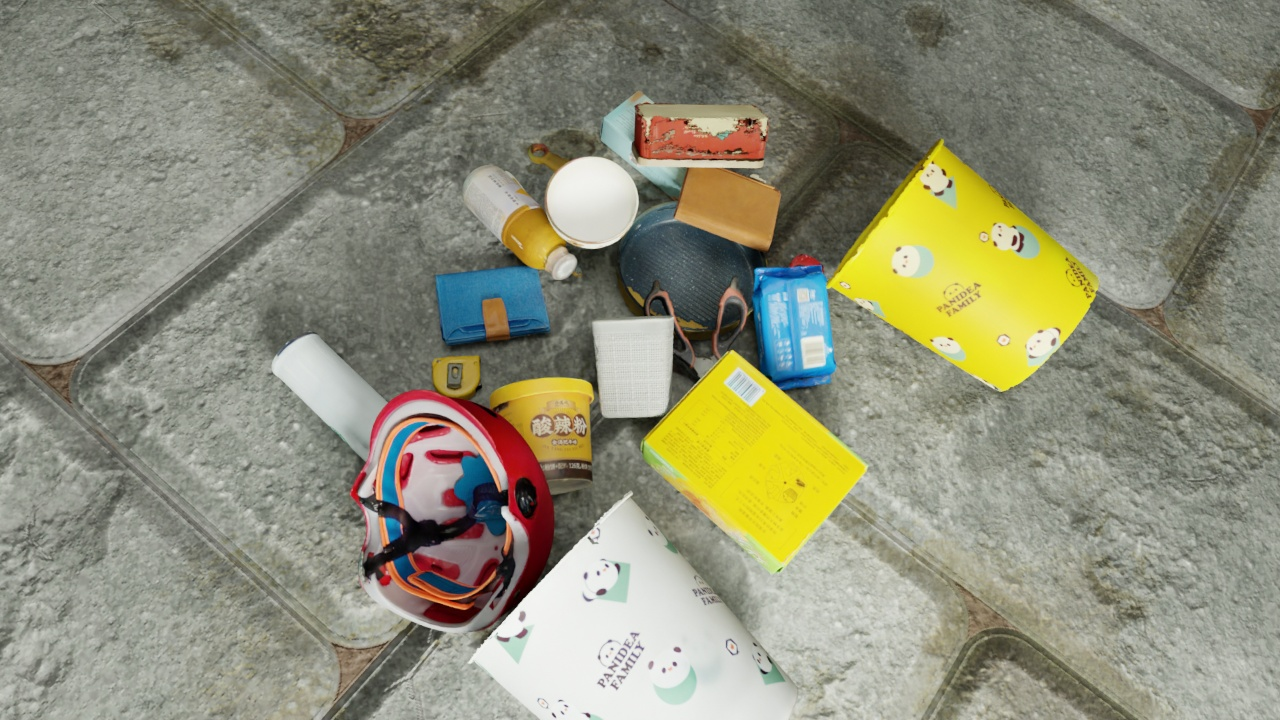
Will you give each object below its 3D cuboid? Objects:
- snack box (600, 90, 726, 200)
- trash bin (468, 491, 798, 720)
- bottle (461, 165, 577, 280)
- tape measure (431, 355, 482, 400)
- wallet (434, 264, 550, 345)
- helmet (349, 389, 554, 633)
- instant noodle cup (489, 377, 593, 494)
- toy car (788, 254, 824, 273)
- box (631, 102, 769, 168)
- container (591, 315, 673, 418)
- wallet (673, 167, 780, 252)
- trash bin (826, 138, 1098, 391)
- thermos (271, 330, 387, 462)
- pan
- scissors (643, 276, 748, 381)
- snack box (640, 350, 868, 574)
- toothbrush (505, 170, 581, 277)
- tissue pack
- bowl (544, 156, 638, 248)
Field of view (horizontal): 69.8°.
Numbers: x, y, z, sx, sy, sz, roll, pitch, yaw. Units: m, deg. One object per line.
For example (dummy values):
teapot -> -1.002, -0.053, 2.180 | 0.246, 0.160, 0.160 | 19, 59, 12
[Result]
snack box -> 0.031, -0.291, 1.273 | 0.175, 0.052, 0.074 | 41, 67, 12
trash bin -> 0.001, 0.296, 0.899 | 0.252, 0.230, 0.229 | 43, 66, 7
bottle -> -0.152, -0.174, 1.168 | 0.067, 0.068, 0.189 | -35, 64, -21
tape measure -> -0.221, 0.020, 1.101 | 0.060, 0.029, 0.057 | -3, 66, -9
wallet -> -0.186, -0.070, 1.146 | 0.133, 0.040, 0.106 | -8, 61, -12
helmet -> -0.177, 0.145, 0.939 | 0.207, 0.143, 0.240 | -1, 92, 27
instant noodle cup -> -0.107, 0.089, 1.040 | 0.118, 0.119, 0.114 | -5, 73, -10
toy car -> 0.209, -0.100, 1.219 | 0.049, 0.031, 0.106 | 30, 62, 6
box -> 0.077, -0.300, 1.190 | 0.168, 0.080, 0.091 | -2, 29, -9
container -> -0.006, 0.006, 1.080 | 0.090, 0.090, 0.114 | -1, 95, 7
wallet -> 0.116, -0.207, 1.205 | 0.132, 0.031, 0.107 | 19, 61, -8
trash bin -> 0.404, -0.110, 1.151 | 0.255, 0.230, 0.229 | 37, 65, 4
thermos -> -0.321, 0.065, 1.046 | 0.224, 0.073, 0.073 | 41, 66, 11
pan -> 0.001, -0.169, 1.195 | 0.357, 0.078, 0.197 | 32, 64, 8
scissors -> 0.079, -0.007, 1.130 | 0.189, 0.015, 0.226 | 23, 80, -3
snack box -> 0.127, 0.115, 1.051 | 0.210, 0.070, 0.157 | 41, 75, 12
toothbrush -> -0.131, -0.185, 1.217 | 0.016, 0.018, 0.191 | -29, 71, -21
tissue pack -> 0.191, -0.042, 1.153 | 0.095, 0.052, 0.157 | -7, 94, -11
bowl -> -0.061, -0.188, 1.133 | 0.113, 0.062, 0.113 | 1, 78, -5
